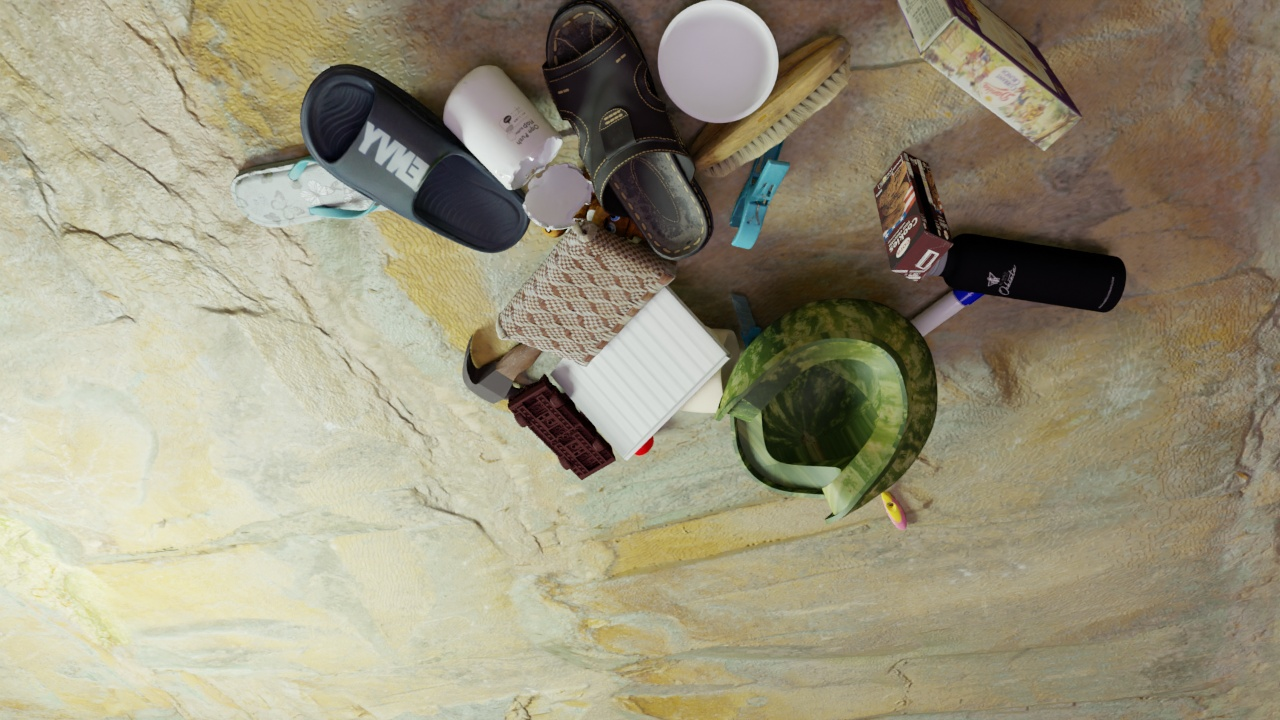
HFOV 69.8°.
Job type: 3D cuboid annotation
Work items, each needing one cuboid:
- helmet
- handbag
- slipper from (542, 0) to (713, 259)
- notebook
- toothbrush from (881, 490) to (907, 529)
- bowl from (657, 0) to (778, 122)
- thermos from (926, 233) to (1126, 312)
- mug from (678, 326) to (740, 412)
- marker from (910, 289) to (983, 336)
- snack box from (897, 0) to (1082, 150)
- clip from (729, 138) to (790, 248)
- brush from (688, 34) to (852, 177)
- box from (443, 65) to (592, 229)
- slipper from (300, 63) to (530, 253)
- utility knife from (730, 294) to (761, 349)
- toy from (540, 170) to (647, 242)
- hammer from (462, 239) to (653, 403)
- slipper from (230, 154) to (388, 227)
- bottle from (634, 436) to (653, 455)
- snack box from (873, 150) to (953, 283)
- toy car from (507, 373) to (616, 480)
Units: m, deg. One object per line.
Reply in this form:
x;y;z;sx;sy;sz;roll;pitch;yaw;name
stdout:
0.208;0.045;1.012;0.213;0.247;0.243;41;90;6;helmet
-0.061;-0.072;0.994;0.124;0.047;0.186;22;134;-29;handbag
-0.013;-0.210;0.877;0.113;0.075;0.268;-19;113;25;slipper
-0.006;0.006;1.059;0.142;0.009;0.210;48;127;8;notebook
0.348;0.197;1.287;0.021;0.016;0.135;-21;130;20;toothbrush
0.074;-0.281;0.849;0.110;0.040;0.110;8;125;11;bowl
0.388;-0.098;0.977;0.231;0.061;0.061;8;133;-2;thermos
0.057;0.003;1.079;0.100;0.096;0.120;1;134;20;mug
0.337;-0.050;1.053;0.027;0.023;0.133;16;136;-38;marker
0.291;-0.263;0.779;0.148;0.143;0.041;29;127;-19;snack box
0.120;-0.182;0.949;0.028;0.113;0.127;13;126;-6;clip
0.122;-0.238;0.876;0.043;0.059;0.196;31;132;-33;brush
-0.112;-0.202;0.889;0.166;0.083;0.092;47;164;2;box
-0.213;-0.177;0.908;0.111;0.083;0.268;-47;130;13;slipper
0.143;-0.004;1.121;0.031;0.015;0.205;-15;128;12;utility knife
-0.041;-0.155;0.966;0.112;0.067;0.087;22;117;2;toy
-0.096;-0.044;1.096;0.115;0.033;0.324;34;126;-28;hammer
-0.318;-0.183;0.976;0.269;0.054;0.098;-13;132;18;slipper
-0.031;0.079;1.198;0.036;0.036;0.119;-29;124;28;bottle
0.263;-0.142;0.894;0.031;0.140;0.051;21;131;-14;snack box
-0.101;0.080;1.175;0.070;0.061;0.170;-31;131;10;toy car
